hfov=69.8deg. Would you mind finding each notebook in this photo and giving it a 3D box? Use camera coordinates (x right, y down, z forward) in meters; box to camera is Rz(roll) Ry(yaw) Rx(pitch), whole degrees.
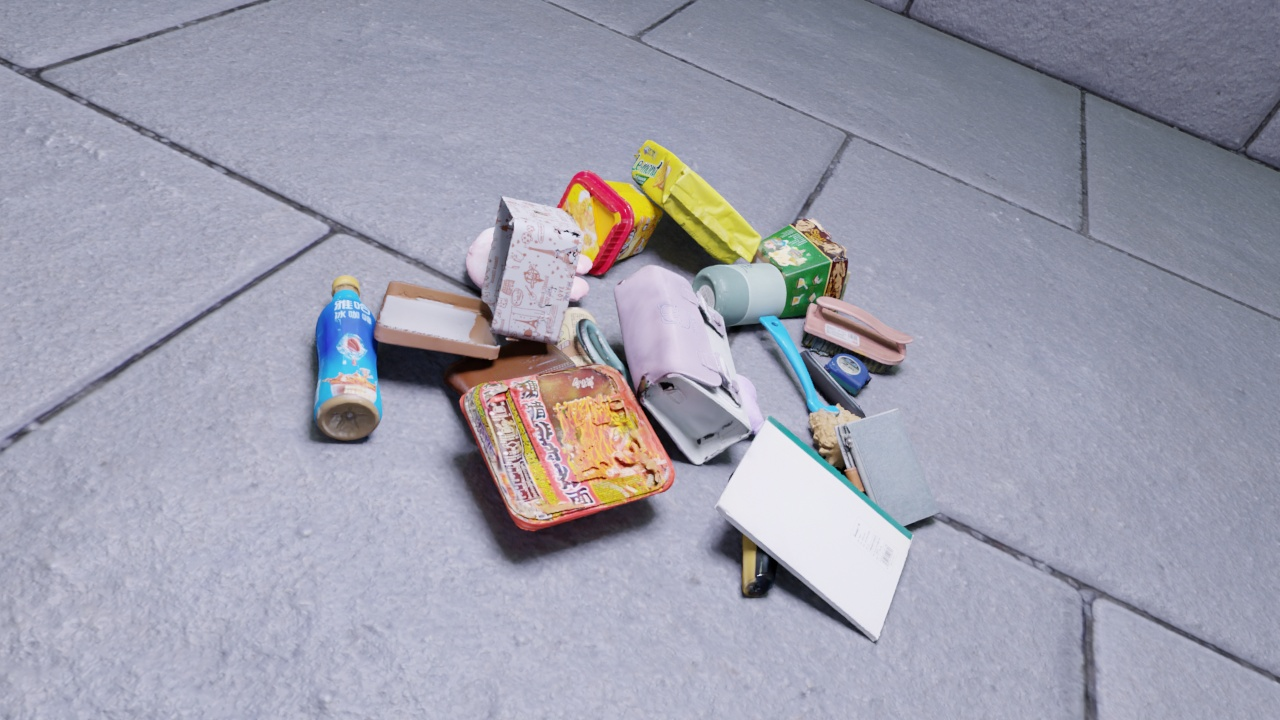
[{"bbox_3d":[0.186,0.168,0.952,0.209,0.012,0.150,40,46,-1],"label":"notebook"}]

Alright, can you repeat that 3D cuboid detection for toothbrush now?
[{"bbox_3d":[0.268,0.065,1.159,0.027,0.026,0.212,-21,53,-25],"label":"toothbrush"}]

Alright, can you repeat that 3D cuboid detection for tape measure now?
[{"bbox_3d":[0.276,0.017,1.220,0.058,0.025,0.054,38,40,15],"label":"tape measure"}]

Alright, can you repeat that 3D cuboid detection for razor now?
[{"bbox_3d":[0.121,0.170,0.957,0.068,0.062,0.167,-6,42,16],"label":"razor"}]

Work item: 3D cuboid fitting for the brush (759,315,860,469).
[{"bbox_3d":[0.215,0.034,1.149,0.083,0.046,0.254,-7,52,-25],"label":"brush"}]

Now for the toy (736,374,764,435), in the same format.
[{"bbox_3d":[0.118,0.053,1.097,0.083,0.039,0.108,6,38,-18],"label":"toy"}]

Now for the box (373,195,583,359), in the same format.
[{"bbox_3d":[-0.179,-0.105,1.020,0.197,0.158,0.181,10,18,-13],"label":"box"}]

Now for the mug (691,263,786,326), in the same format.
[{"bbox_3d":[0.122,-0.091,1.246,0.106,0.082,0.112,-7,15,-29],"label":"mug"}]

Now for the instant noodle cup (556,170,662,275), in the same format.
[{"bbox_3d":[-0.043,-0.193,1.267,0.116,0.116,0.123,43,32,19],"label":"instant noodle cup"}]

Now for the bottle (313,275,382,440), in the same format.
[{"bbox_3d":[-0.309,-0.013,0.969,0.065,0.065,0.218,3,40,-21],"label":"bottle"}]

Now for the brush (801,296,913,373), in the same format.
[{"bbox_3d":[0.295,-0.034,1.251,0.145,0.073,0.063,23,38,1],"label":"brush"}]

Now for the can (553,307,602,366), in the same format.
[{"bbox_3d":[-0.074,-0.005,1.066,0.058,0.059,0.116,7,40,-16],"label":"can"}]

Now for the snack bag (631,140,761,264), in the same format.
[{"bbox_3d":[0.070,-0.228,1.314,0.158,0.068,0.246,39,10,-25],"label":"snack bag"}]

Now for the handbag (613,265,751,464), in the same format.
[{"bbox_3d":[0.046,-0.004,1.048,0.145,0.099,0.196,38,26,-33],"label":"handbag"}]

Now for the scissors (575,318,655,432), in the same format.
[{"bbox_3d":[-0.006,0.006,1.076,0.170,0.019,0.180,49,23,-7],"label":"scissors"}]

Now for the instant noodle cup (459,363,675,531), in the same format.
[{"bbox_3d":[-0.076,0.091,0.921,0.188,0.079,0.164,-11,58,-31],"label":"instant noodle cup"}]

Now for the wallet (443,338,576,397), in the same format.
[{"bbox_3d":[-0.142,0.014,0.991,0.124,0.032,0.101,-21,29,-26],"label":"wallet"}]

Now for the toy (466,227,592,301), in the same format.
[{"bbox_3d":[-0.142,-0.119,1.175,0.159,0.054,0.121,14,46,-7],"label":"toy"}]

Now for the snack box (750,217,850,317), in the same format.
[{"bbox_3d":[0.216,-0.123,1.306,0.105,0.118,0.118,-18,48,-23],"label":"snack box"}]

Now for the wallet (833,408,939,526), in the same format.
[{"bbox_3d":[0.277,0.127,1.050,0.106,0.037,0.129,-11,77,-31],"label":"wallet"}]
